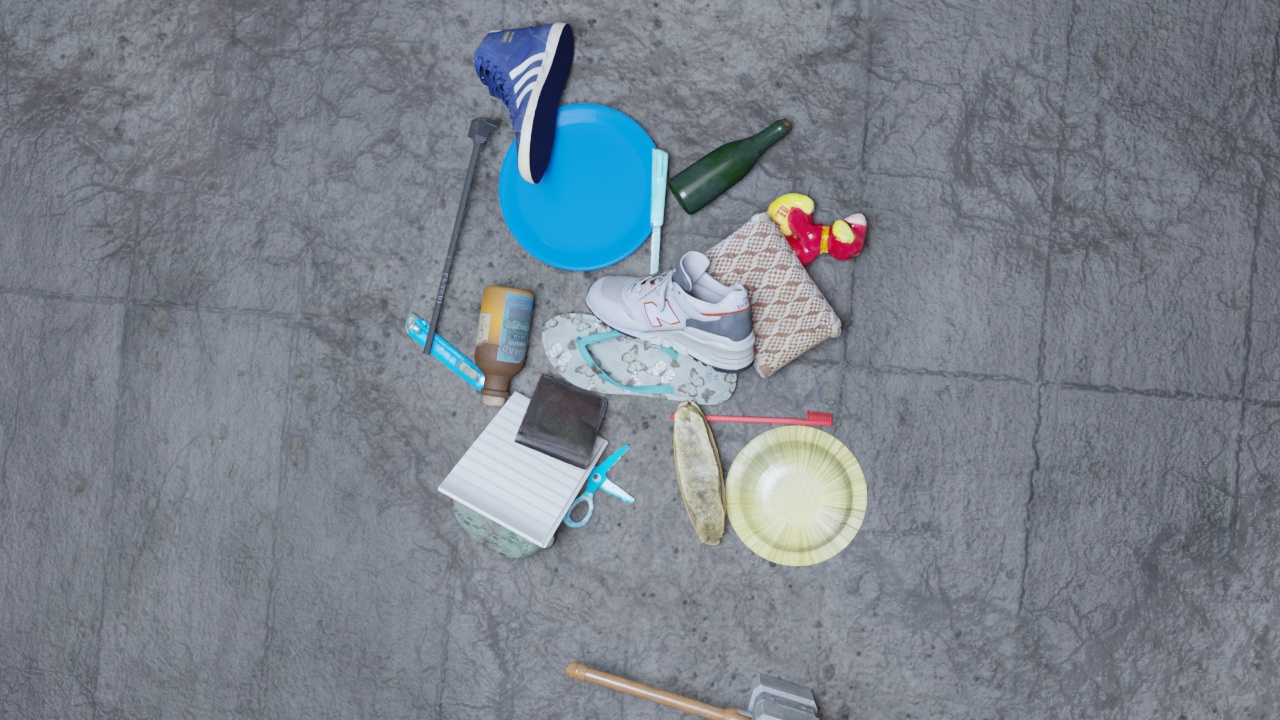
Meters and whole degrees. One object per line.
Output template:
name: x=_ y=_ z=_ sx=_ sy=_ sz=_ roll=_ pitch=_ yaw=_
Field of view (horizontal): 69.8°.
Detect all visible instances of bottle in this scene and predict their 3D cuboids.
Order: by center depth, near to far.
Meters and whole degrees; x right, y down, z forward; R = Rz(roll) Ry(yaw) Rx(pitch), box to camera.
bottle: x=0.121 y=-0.260 z=1.201 sx=0.174 sy=0.055 sz=0.055 roll=-34 pitch=86 yaw=3
bottle: x=-0.185 y=-0.017 z=1.220 sx=0.068 sy=0.068 sz=0.157 roll=8 pitch=90 yaw=6

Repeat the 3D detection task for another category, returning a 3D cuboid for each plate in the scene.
plate: x=0.203 y=0.178 z=1.193 sx=0.184 sy=0.036 sz=0.184 roll=0 pitch=89 yaw=6
plate: x=-0.078 y=-0.231 z=1.234 sx=0.224 sy=0.024 sz=0.224 roll=0 pitch=89 yaw=5

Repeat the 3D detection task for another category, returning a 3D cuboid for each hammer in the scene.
hammer: x=0.059 y=0.428 z=1.140 sx=0.318 sy=0.162 sz=0.083 roll=15 pitch=90 yaw=6
hammer: x=-0.247 y=-0.165 z=1.226 sx=0.015 sy=0.095 sz=0.325 roll=13 pitch=94 yaw=-25

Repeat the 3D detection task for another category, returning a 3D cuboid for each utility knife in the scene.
utility knife: x=0.022 y=-0.196 z=1.202 sx=0.022 sy=0.015 sz=0.166 roll=3 pitch=87 yaw=6
utility knife: x=-0.237 y=0.010 z=1.252 sx=0.221 sy=0.015 sz=0.031 roll=37 pitch=96 yaw=3

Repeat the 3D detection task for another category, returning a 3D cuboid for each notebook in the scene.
notebook: x=-0.139 y=0.130 z=1.147 sx=0.142 sy=0.209 sz=0.009 roll=28 pitch=126 yaw=3

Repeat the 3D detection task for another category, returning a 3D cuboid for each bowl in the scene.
bowl: x=-0.185 y=0.203 z=1.176 sx=0.157 sy=0.158 sz=0.038 roll=33 pitch=56 yaw=5

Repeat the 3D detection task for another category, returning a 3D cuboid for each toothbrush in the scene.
toothbrush: x=0.146 y=0.073 z=1.213 sx=0.212 sy=0.012 sz=0.018 roll=2 pitch=89 yaw=6

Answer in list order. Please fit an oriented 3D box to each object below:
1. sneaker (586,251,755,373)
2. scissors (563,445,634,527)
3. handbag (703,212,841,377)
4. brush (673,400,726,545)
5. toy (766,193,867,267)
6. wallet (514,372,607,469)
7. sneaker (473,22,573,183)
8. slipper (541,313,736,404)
sneaker: x=0.044 y=-0.083 z=1.151 sx=0.240 sy=0.088 sz=0.124 roll=25 pitch=134 yaw=17
scissors: x=-0.070 y=0.155 z=1.234 sx=0.134 sy=0.011 sz=0.139 roll=-45 pitch=84 yaw=3
handbag: x=0.160 y=-0.083 z=1.177 sx=0.124 sy=0.047 sz=0.186 roll=-34 pitch=90 yaw=18
brush: x=0.077 y=0.149 z=1.200 sx=0.059 sy=0.043 sz=0.195 roll=-10 pitch=94 yaw=6
toy: x=0.219 y=-0.159 z=1.187 sx=0.137 sy=0.067 sz=0.105 roll=13 pitch=97 yaw=14
wallet: x=-0.101 y=0.079 z=1.189 sx=0.099 sy=0.119 sz=0.031 roll=23 pitch=135 yaw=-8
sneaker: x=-0.171 y=-0.342 z=1.192 sx=0.118 sy=0.091 sz=0.232 roll=7 pitch=72 yaw=12
slipper: x=-0.007 y=0.007 z=1.210 sx=0.269 sy=0.054 sz=0.098 roll=15 pitch=95 yaw=5
